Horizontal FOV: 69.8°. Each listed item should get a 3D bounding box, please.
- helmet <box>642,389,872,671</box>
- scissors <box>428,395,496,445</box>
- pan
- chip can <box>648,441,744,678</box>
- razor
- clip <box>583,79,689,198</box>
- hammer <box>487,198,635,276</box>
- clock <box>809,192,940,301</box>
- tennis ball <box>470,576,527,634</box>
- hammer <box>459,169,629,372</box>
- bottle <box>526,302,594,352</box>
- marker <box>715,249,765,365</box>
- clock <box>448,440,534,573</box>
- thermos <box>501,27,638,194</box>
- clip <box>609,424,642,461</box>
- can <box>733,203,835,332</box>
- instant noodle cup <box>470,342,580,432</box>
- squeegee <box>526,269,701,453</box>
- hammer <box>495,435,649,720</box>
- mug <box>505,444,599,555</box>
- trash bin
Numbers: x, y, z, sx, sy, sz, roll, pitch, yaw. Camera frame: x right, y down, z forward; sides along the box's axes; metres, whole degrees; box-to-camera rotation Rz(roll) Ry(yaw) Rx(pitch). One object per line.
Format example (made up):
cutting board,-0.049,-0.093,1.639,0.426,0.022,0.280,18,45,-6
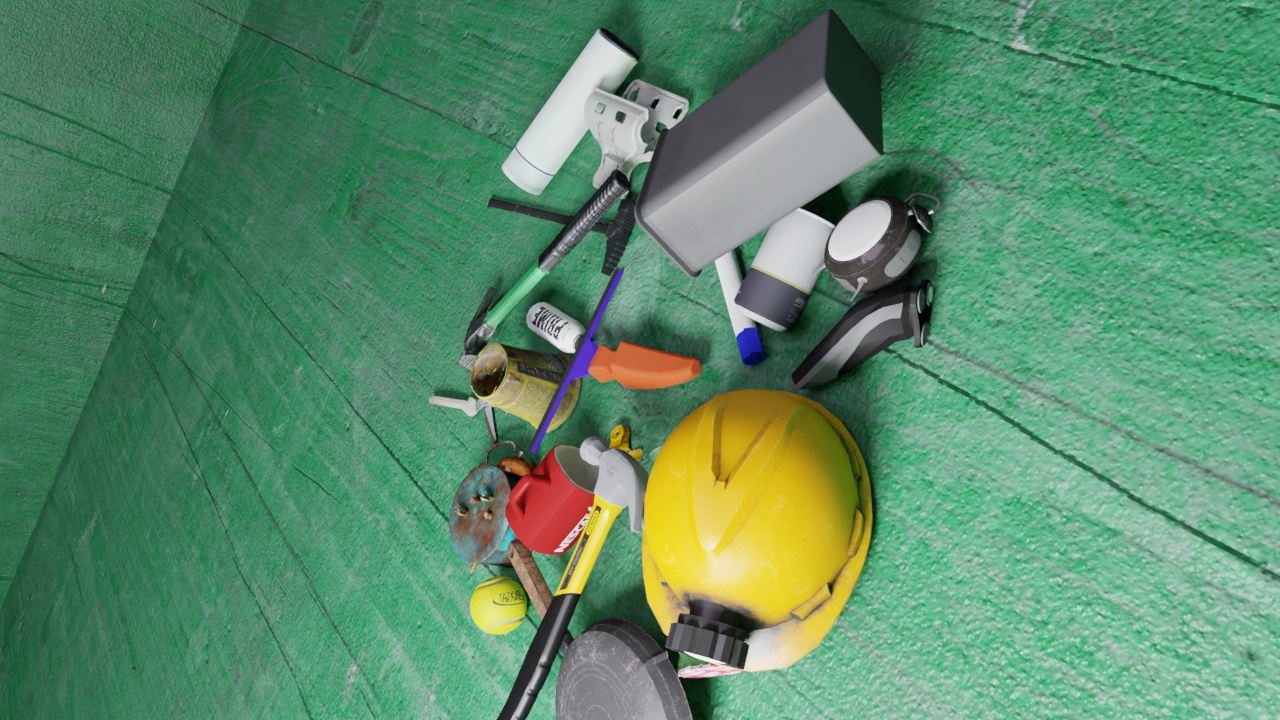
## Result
helmet,0.083,0.124,0.778,0.205,0.131,0.255,8,70,25
scissors,-0.234,0.041,1.267,0.180,0.015,0.198,-31,56,33
pan,-0.065,0.311,0.940,0.357,0.040,0.208,47,126,38
chip can,0.057,0.184,0.879,0.076,0.075,0.223,-29,58,36
razor,0.196,-0.018,0.830,0.157,0.057,0.060,-29,89,35
clip,-0.024,-0.279,1.125,0.151,0.110,0.126,-53,42,3
hammer,-0.121,-0.187,1.235,0.325,0.015,0.095,21,92,48
clock,0.212,-0.112,0.832,0.123,0.043,0.091,-51,29,5
tennis ball,-0.165,0.286,1.072,0.066,0.065,0.065,-18,64,40
hammer,-0.124,-0.121,1.162,0.320,0.032,0.130,-43,26,28
bottle,-0.096,-0.036,1.136,0.116,0.041,0.041,31,99,46
marker,0.102,-0.059,0.954,0.027,0.023,0.133,98,163,-60
clock,-0.179,0.173,1.122,0.122,0.073,0.157,-20,62,40
thermos,-0.096,-0.327,1.220,0.230,0.067,0.068,-48,47,21
clip,-0.022,0.099,1.030,0.054,0.048,0.046,-26,101,38
can,0.144,-0.095,0.896,0.064,0.064,0.127,32,99,46
instant noodle cup,-0.143,0.027,1.110,0.102,0.108,0.102,-18,63,38
squeegee,-0.006,0.006,1.020,0.185,0.055,0.249,2,60,46
hammer,-0.076,0.242,0.920,0.127,0.029,0.323,24,90,51
mug,-0.100,0.153,1.016,0.097,0.116,0.080,-51,51,19
trash bin,0.117,-0.212,0.898,0.220,0.097,0.191,-30,28,33
